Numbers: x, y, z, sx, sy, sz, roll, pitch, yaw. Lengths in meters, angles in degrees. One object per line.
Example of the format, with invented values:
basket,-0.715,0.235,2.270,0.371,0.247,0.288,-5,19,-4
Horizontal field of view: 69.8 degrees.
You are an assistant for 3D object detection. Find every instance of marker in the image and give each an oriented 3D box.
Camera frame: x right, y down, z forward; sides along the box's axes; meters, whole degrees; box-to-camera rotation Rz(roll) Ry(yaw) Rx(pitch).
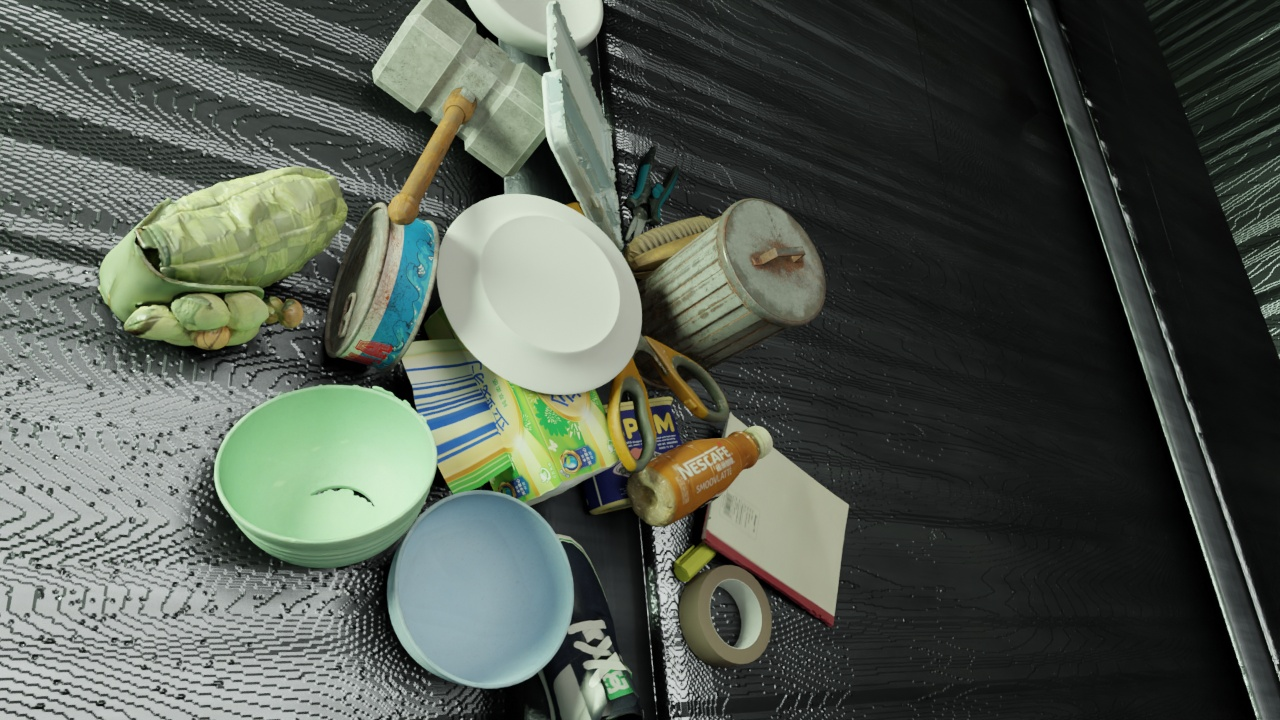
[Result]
marker,0.076,0.182,0.930,0.021,0.018,0.123,35,41,22

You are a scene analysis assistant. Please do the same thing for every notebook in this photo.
notebook,0.150,0.171,0.982,0.208,0.012,0.152,38,50,-27

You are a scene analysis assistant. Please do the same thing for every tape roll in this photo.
tape roll,0.083,0.249,0.894,0.093,0.030,0.093,17,59,-31

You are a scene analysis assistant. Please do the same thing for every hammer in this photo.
hammer,-0.172,-0.199,0.805,0.162,0.083,0.316,35,31,-21

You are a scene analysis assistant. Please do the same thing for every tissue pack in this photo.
tissue pack,-0.126,0.033,0.783,0.141,0.121,0.197,-18,75,-44

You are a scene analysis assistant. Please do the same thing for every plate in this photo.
plate,-0.078,-0.062,0.775,0.188,0.016,0.188,13,61,-26

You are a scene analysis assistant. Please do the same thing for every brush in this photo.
brush,0.052,-0.130,1.036,0.194,0.059,0.043,-21,74,-44

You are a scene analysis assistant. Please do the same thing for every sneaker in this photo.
sneaker,-0.039,0.256,0.760,0.084,0.079,0.235,1,68,-37

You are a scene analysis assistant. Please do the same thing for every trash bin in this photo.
trash bin,0.076,-0.062,0.916,0.130,0.212,0.130,17,59,-31

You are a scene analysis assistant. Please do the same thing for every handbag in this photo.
handbag,-0.302,-0.071,0.693,0.185,0.113,0.117,-31,97,-44

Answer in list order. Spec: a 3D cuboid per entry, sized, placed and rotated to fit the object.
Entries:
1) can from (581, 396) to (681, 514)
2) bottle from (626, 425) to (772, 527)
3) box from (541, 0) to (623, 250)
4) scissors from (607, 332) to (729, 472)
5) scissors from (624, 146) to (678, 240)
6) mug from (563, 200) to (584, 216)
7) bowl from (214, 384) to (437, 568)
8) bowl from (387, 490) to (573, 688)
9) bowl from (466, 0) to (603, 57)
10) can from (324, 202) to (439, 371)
can,-0.010,0.091,0.881,0.116,0.057,0.092,-6,74,-40
bottle,0.062,0.100,0.855,0.166,0.059,0.059,-20,82,-42
box,-0.059,-0.233,0.939,0.209,0.037,0.188,61,18,-62
scissors,-0.004,0.003,0.824,0.225,0.016,0.216,45,42,-18
scissors,0.014,-0.189,1.062,0.143,0.019,0.126,-17,81,-40
mug,-0.080,-0.085,0.871,0.094,0.100,0.123,59,10,-1
bowl,-0.227,0.094,0.676,0.151,0.077,0.150,7,42,-6
bowl,-0.136,0.184,0.722,0.150,0.075,0.150,18,59,-32
bowl,-0.131,-0.405,1.019,0.176,0.066,0.176,17,59,-31
can,-0.211,-0.059,0.743,0.044,0.130,0.129,18,59,-31
